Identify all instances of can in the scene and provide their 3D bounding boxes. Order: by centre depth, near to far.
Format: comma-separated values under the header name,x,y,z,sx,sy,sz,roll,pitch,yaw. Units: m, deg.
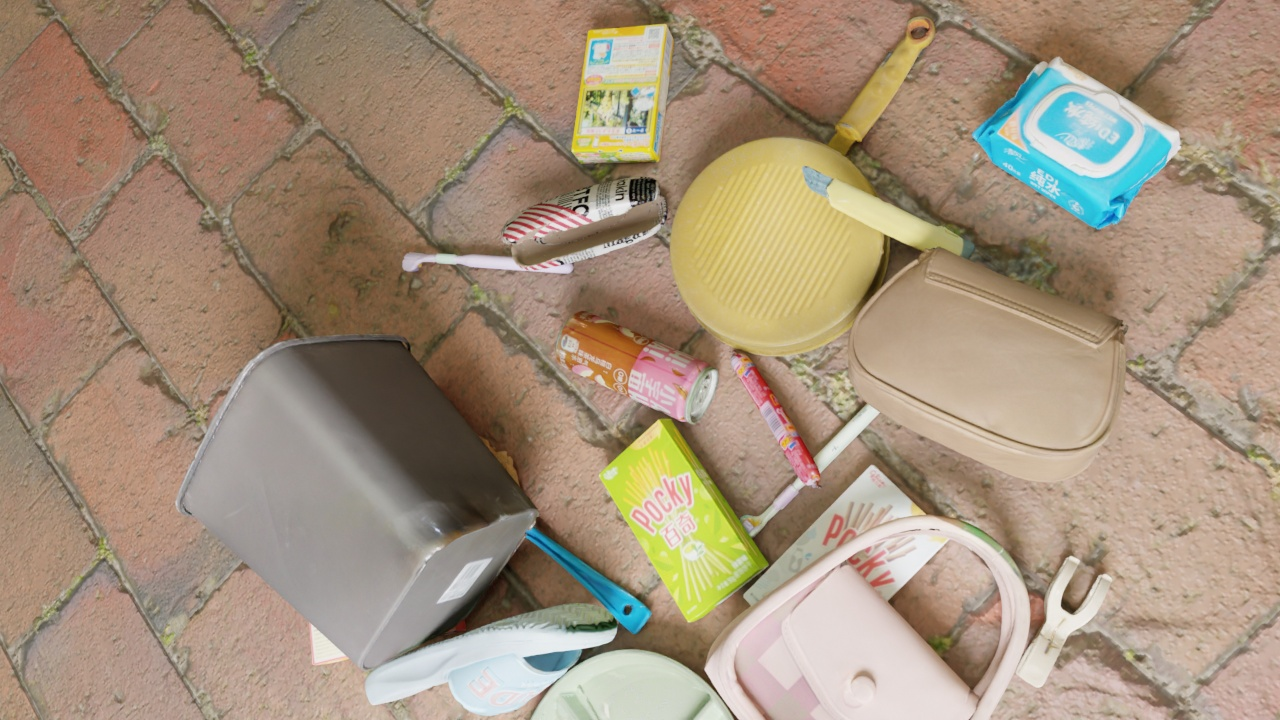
name,x,y,z,sx,sy,sz,roll,pitch,yaw
can,-0.005,0.005,0.841,0.147,0.058,0.058,23,84,23

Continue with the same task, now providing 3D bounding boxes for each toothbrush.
name,x,y,z,sx,sy,sz,roll,pitch,yaw
toothbrush,0.155,0.083,0.788,0.189,0.020,0.029,-44,25,2
toothbrush,-0.157,-0.099,0.942,0.189,0.021,0.029,4,45,18

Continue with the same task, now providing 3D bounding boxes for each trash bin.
name,x,y,z,sx,sy,sz,roll,pitch,yaw
trash bin,-0.228,0.118,0.785,0.220,0.198,0.199,40,109,18

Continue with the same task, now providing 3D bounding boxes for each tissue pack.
name,x,y,z,sx,sy,sz,roll,pitch,yaw
tissue pack,0.362,-0.181,0.762,0.090,0.063,0.140,-47,67,2

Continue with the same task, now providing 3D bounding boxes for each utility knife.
name,x,y,z,sx,sy,sz,roll,pitch,yaw
utility knife,0.210,-0.121,0.770,0.176,0.019,0.031,23,71,-21

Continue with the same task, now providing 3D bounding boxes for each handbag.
name,x,y,z,sx,sy,sz,roll,pitch,yaw
handbag,0.187,0.220,0.694,0.234,0.093,0.193,-43,82,-4
handbag,0.273,0.004,0.729,0.204,0.100,0.147,28,76,23

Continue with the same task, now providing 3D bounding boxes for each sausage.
name,x,y,z,sx,sy,sz,roll,pitch,yaw
sausage,0.116,0.048,0.798,0.020,0.020,0.155,-33,58,8

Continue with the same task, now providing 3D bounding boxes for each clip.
name,x,y,z,sx,sy,sz,roll,pitch,yaw
clip,0.312,0.195,0.683,0.034,0.076,0.103,31,76,23

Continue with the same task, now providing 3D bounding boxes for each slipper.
name,x,y,z,sx,sy,sz,roll,pitch,yaw
slipper,-0.133,0.268,0.790,0.246,0.104,0.074,-23,73,22

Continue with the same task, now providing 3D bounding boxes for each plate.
name,x,y,z,sx,sy,sz,roll,pitch,yaw
plate,-0.007,0.354,0.744,0.231,0.027,0.230,-11,68,29

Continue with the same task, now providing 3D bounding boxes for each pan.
name,x,y,z,sx,sy,sz,roll,pitch,yaw
pan,0.167,-0.170,0.836,0.198,0.078,0.357,32,94,19

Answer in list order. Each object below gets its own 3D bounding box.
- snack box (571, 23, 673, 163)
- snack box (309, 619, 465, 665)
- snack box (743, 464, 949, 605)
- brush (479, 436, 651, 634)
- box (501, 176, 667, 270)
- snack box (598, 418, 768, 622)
name,x,y,z,sx,sy,sz,roll,pitch,yaw
snack box,-0.018,-0.270,0.932,0.087,0.033,0.140,2,75,19
snack box,-0.246,0.237,0.879,0.156,0.027,0.077,-17,72,14
snack box,0.169,0.171,0.757,0.157,0.027,0.084,-47,67,3
brush,-0.093,0.161,0.846,0.255,0.046,0.083,36,86,19
box,-0.052,-0.131,0.903,0.164,0.076,0.075,-17,35,11
snack box,0.034,0.137,0.799,0.086,0.026,0.156,-43,66,23
